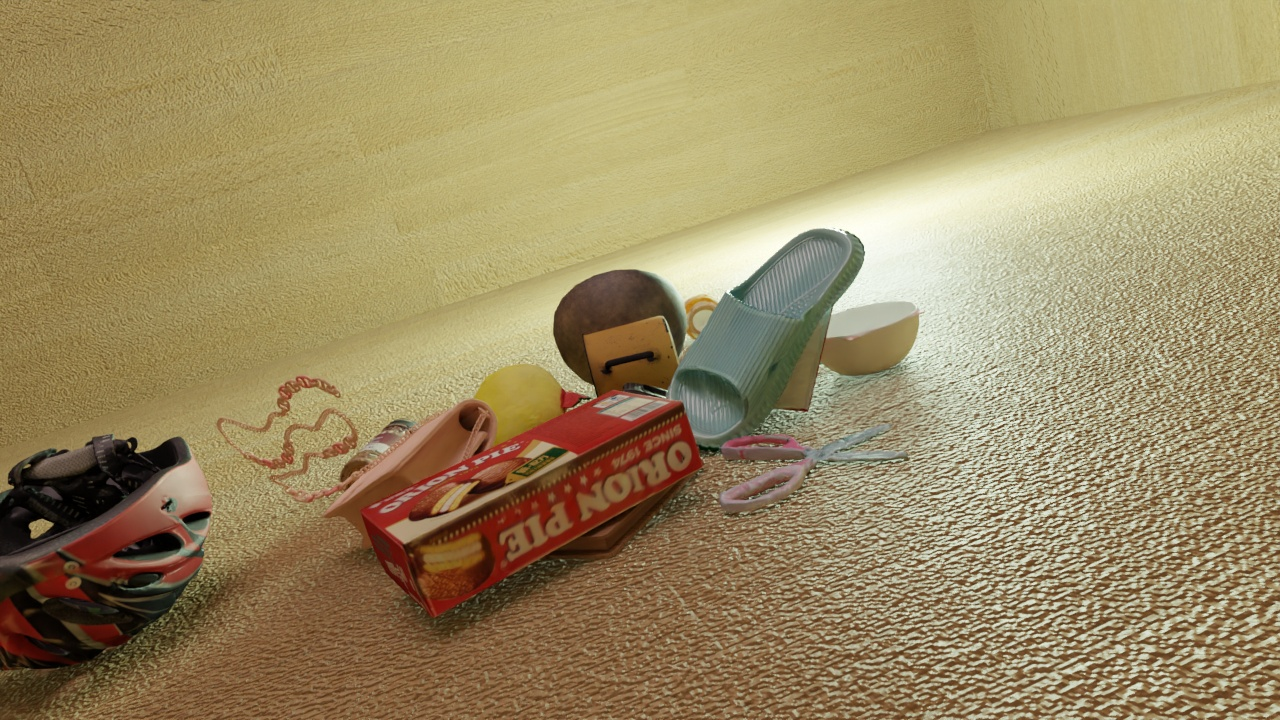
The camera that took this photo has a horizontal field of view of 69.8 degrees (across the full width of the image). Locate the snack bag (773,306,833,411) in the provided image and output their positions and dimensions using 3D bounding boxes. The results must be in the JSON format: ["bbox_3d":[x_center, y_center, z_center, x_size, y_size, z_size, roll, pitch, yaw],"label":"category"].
[{"bbox_3d":[0.118,-0.007,0.912,0.144,0.039,0.130,-4,60,44],"label":"snack bag"}]

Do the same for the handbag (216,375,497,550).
[{"bbox_3d":[-0.230,0.055,0.789,0.199,0.187,0.116,-30,20,46],"label":"handbag"}]

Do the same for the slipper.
[{"bbox_3d":[0.112,-0.038,0.854,0.116,0.069,0.275,22,65,42],"label":"slipper"}]

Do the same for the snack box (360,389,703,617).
[{"bbox_3d":[-0.080,0.097,0.693,0.235,0.060,0.113,-25,15,-27],"label":"snack box"}]

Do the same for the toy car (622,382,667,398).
[{"bbox_3d":[0.026,0.041,0.891,0.092,0.037,0.040,16,11,-2],"label":"toy car"}]

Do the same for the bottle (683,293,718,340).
[{"bbox_3d":[0.086,-0.063,1.291,0.063,0.063,0.108,-16,11,2],"label":"bottle"}]

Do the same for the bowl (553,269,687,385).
[{"bbox_3d":[-0.021,-0.027,1.091,0.162,0.162,0.070,-16,50,4],"label":"bowl"}]

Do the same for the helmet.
[{"bbox_3d":[-0.479,0.163,0.778,0.217,0.167,0.272,-18,12,-5],"label":"helmet"}]

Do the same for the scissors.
[{"bbox_3d":[0.120,0.081,0.713,0.171,0.013,0.174,-2,17,40],"label":"scissors"}]

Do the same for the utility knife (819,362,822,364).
[{"bbox_3d":[0.211,-0.011,0.994,0.148,0.015,0.022,-21,35,-17],"label":"utility knife"}]

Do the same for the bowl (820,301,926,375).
[{"bbox_3d":[0.225,-0.018,0.919,0.115,0.050,0.114,-16,12,3],"label":"bowl"}]

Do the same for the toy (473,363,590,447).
[{"bbox_3d":[-0.156,0.073,0.949,0.207,0.092,0.134,-37,15,-1],"label":"toy"}]

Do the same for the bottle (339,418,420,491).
[{"bbox_3d":[-0.275,0.109,0.993,0.056,0.056,0.105,-13,17,17],"label":"bottle"}]

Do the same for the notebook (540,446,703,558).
[{"bbox_3d":[-0.069,0.117,0.777,0.211,0.022,0.168,-9,15,34],"label":"notebook"}]

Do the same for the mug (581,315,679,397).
[{"bbox_3d":[-0.006,0.006,0.990,0.094,0.100,0.124,-15,-8,0],"label":"mug"}]
